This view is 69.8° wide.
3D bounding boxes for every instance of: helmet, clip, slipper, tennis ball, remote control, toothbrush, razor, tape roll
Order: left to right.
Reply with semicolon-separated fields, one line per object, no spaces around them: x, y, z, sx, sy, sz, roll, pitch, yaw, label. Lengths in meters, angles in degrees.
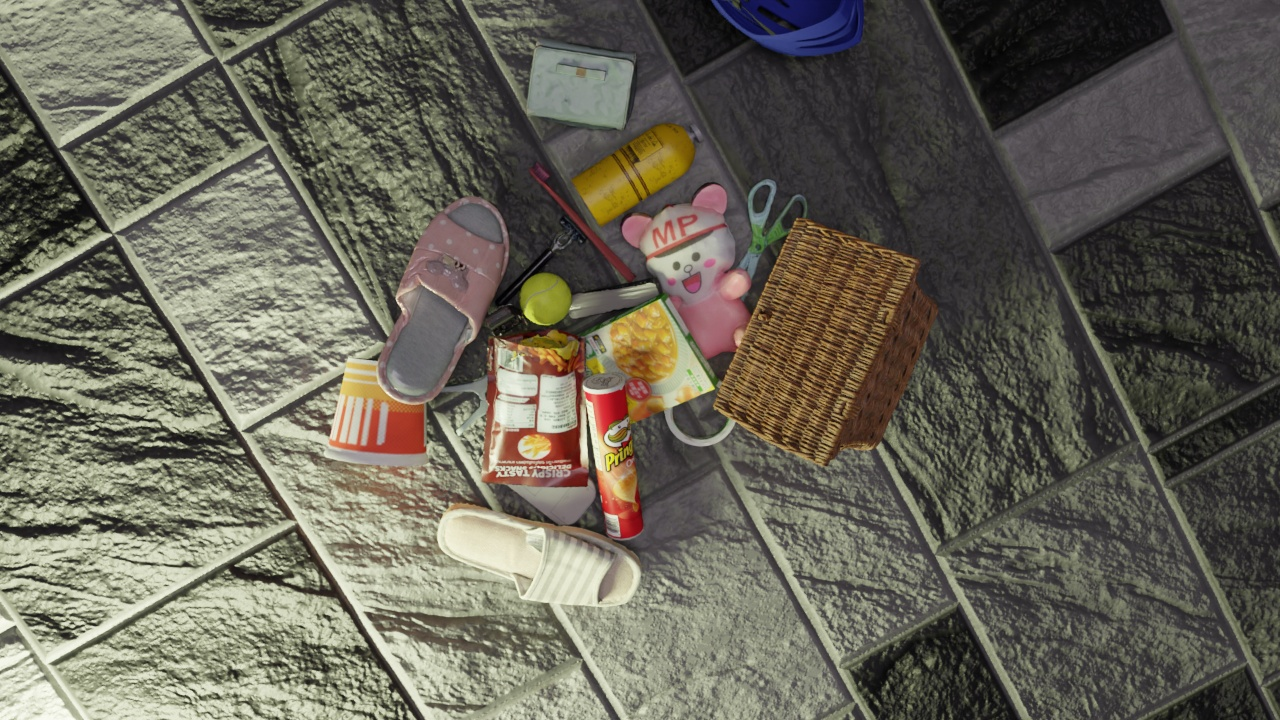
-0.234;-0.076;1.104;0.114;0.055;0.274;25;74;-20;slipper
-0.168;0.050;1.181;0.163;0.028;0.115;-22;97;1;clip
-0.131;-0.120;1.162;0.144;0.022;0.043;-45;96;4;razor
-0.133;0.256;1.190;0.272;0.054;0.115;16;115;0;slipper
-0.130;0.149;1.200;0.151;0.019;0.074;39;95;-6;remote control
-0.119;-0.077;1.146;0.065;0.065;0.065;0;97;-2;tennis ball
-0.071;-0.173;1.154;0.016;0.016;0.190;-40;96;19;toothbrush
-0.034;-0.077;1.145;0.137;0.013;0.033;-9;102;31;remote control
0.079;0.065;1.197;0.094;0.018;0.094;0;98;-1;tape roll
0.160;-0.435;1.028;0.241;0.227;0.148;35;104;-5;helmet

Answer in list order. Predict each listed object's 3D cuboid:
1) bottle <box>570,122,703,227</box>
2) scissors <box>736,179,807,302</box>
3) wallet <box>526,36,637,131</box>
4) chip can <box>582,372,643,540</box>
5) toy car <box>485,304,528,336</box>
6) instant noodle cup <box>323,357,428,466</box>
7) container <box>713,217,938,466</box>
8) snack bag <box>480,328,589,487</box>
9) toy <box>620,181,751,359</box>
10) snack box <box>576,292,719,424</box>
0.002;-0.237;1.127;0.164;0.071;0.071;-32;98;2;bottle
0.157;-0.140;1.175;0.093;0.032;0.175;17;101;-6;scissors
-0.072;-0.338;1.124;0.131;0.054;0.100;8;96;2;wallet
-0.032;0.123;1.157;0.052;0.051;0.215;-8;113;-1;chip can
-0.168;-0.052;1.136;0.040;0.092;0.037;-31;87;1;toy car
-0.320;0.061;1.136;0.123;0.123;0.121;6;90;-3;instant noodle cup
0.237;-0.011;1.098;0.162;0.183;0.250;28;98;33;container
-0.130;0.068;1.141;0.139;0.066;0.208;0;110;-8;snack bag
0.070;-0.101;1.137;0.142;0.084;0.213;-17;102;27;toy
-0.007;0.007;1.141;0.168;0.027;0.132;-25;106;27;snack box
